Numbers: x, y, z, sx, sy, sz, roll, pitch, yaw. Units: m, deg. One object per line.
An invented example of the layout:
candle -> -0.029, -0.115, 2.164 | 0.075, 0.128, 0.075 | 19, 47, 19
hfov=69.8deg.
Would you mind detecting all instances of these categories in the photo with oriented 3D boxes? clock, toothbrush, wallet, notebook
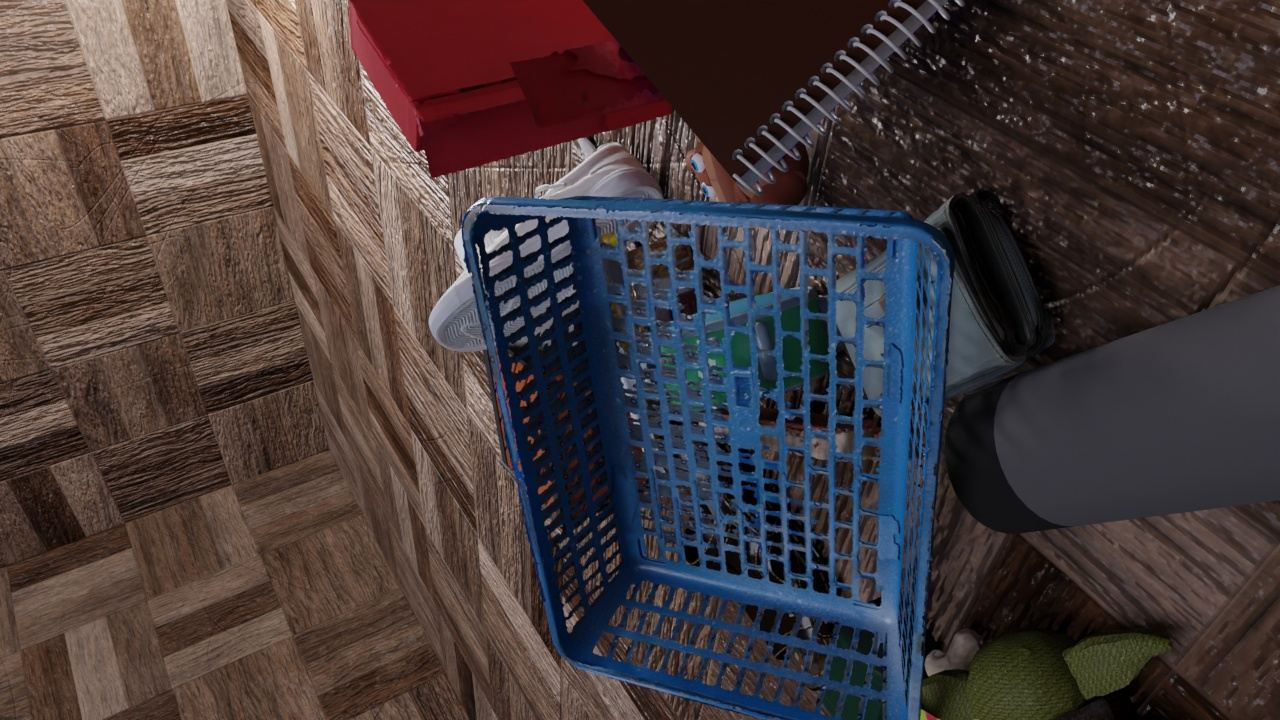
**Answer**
clock -> 0.062, -0.003, 0.667 | 0.162, 0.121, 0.075 | -8, 100, 51
toothbrush -> -0.016, -0.142, 0.845 | 0.017, 0.016, 0.189 | -42, 71, 52
wallet -> 0.167, -0.028, 0.535 | 0.132, 0.054, 0.100 | 131, 125, -65
notebook -> 0.085, -0.209, 0.451 | 0.209, 0.022, 0.171 | -43, 63, 17

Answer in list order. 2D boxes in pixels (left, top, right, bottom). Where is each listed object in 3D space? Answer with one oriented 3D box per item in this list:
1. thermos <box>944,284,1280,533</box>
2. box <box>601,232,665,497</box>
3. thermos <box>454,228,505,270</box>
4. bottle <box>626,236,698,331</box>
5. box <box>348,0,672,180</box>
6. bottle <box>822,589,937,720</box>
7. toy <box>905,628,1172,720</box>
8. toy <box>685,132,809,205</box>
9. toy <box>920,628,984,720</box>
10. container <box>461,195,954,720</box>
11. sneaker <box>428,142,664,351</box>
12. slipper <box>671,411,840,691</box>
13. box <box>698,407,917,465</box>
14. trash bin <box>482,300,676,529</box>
thermos -> 0.242, 0.022, 0.396 | 0.082, 0.082, 0.241 | 67, 154, 6
box -> -0.006, 0.005, 0.772 | 0.129, 0.036, 0.210 | -95, -10, -60
thermos -> -0.144, -0.065, 1.059 | 0.220, 0.099, 0.100 | 61, 153, 24
bottle -> 0.026, -0.048, 0.785 | 0.056, 0.056, 0.105 | 9, 116, 61
box -> -0.106, -0.240, 0.722 | 0.165, 0.214, 0.153 | 17, 124, 60
bottle -> 0.179, 0.219, 0.680 | 0.061, 0.061, 0.131 | 40, 142, 41
toy -> 0.250, 0.232, 0.533 | 0.180, 0.078, 0.152 | -38, 68, 46
toy -> 0.065, -0.136, 0.642 | 0.128, 0.065, 0.095 | 24, 143, 59
toy -> 0.227, 0.238, 0.623 | 0.092, 0.046, 0.115 | 27, 123, 53
container -> 0.052, 0.062, 0.562 | 0.257, 0.089, 0.363 | 7, 124, 23
sneaker -> -0.093, -0.103, 0.823 | 0.089, 0.242, 0.090 | 39, -162, -52
slipper -> 0.089, 0.163, 0.795 | 0.267, 0.075, 0.113 | 61, 153, 17
box -> 0.116, 0.053, 0.677 | 0.187, 0.082, 0.042 | 4, 97, 63
trash bin -> -0.061, 0.038, 0.917 | 0.140, 0.139, 0.172 | 35, 138, 49
